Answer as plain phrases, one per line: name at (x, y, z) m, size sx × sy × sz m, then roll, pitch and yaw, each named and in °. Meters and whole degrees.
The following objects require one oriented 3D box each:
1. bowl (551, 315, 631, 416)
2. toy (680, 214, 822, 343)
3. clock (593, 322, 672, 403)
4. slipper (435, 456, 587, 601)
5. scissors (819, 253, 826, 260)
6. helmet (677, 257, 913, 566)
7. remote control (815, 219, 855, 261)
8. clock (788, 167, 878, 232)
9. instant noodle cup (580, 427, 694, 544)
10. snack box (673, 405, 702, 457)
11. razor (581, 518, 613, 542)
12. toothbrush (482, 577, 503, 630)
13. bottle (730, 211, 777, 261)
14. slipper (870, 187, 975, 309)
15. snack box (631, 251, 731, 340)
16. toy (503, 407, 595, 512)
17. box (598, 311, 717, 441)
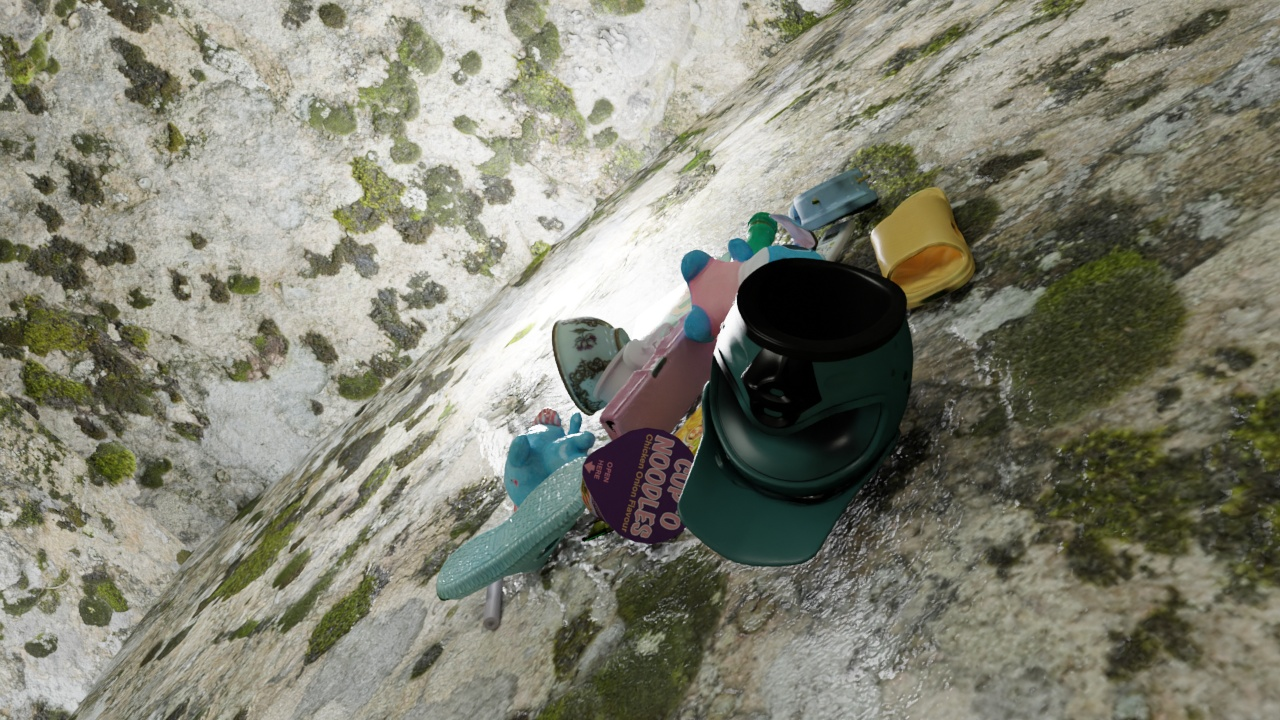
bowl at (-0.061, -0.003, 1.424) m, size 0.094 × 0.160 × 0.159 m, roll -19°, pitch 23°, yaw 15°
toy at (0.144, -0.077, 1.165) m, size 0.192 × 0.099 × 0.223 m, roll -6°, pitch 65°, yaw 22°
clock at (-0.007, 0.008, 1.315) m, size 0.159 × 0.061 × 0.119 m, roll -58°, pitch -11°, yaw 20°
slipper at (-0.144, 0.226, 1.160) m, size 0.276 × 0.069 × 0.115 m, roll -37°, pitch 20°, yaw 13°
scissors at (0.210, -0.093, 1.224) m, size 0.124 × 0.016 × 0.125 m, roll -41°, pitch 33°, yaw 36°
helmet at (0.134, 0.041, 0.793) m, size 0.176 × 0.200 × 0.273 m, roll 17°, pitch 28°, yaw 18°
remote control at (0.258, -0.145, 1.272) m, size 0.050 × 0.022 × 0.133 m, roll -20°, pitch 27°, yaw 52°
clock at (0.275, -0.226, 1.329) m, size 0.118 × 0.060 × 0.162 m, roll -26°, pitch 2°, yaw -4°
instant noodle cup at (-0.018, 0.139, 1.023) m, size 0.122 × 0.136 × 0.121 m, roll 157°, pitch 130°, yaw -68°
snack box at (0.094, 0.068, 1.102) m, size 0.152 × 0.025 × 0.075 m, roll -46°, pitch 18°, yaw -12°
razor at (-0.032, 0.169, 1.142) m, size 0.044 × 0.021 × 0.143 m, roll -29°, pitch 19°, yaw 35°
toothbrush at (-0.188, 0.287, 1.188) m, size 0.018 × 0.019 × 0.187 m, roll -42°, pitch 17°, yaw 8°
bottle at (0.161, -0.132, 1.312) m, size 0.068 × 0.068 × 0.209 m, roll -27°, pitch 33°, yaw 40°
slipper at (0.315, -0.145, 1.060) m, size 0.100 × 0.078 × 0.262 m, roll -34°, pitch 18°, yaw 29°
snack box at (0.072, -0.076, 1.420) m, size 0.194 × 0.044 × 0.141 m, roll -34°, pitch 19°, yaw 21°
toy at (-0.132, 0.139, 1.267) m, size 0.181 × 0.114 × 0.183 m, roll -26°, pitch 47°, yaw 53°
box at (0.006, 0.040, 1.215) m, size 0.116 × 0.106 × 0.231 m, roll -3°, pitch 37°, yaw 41°
